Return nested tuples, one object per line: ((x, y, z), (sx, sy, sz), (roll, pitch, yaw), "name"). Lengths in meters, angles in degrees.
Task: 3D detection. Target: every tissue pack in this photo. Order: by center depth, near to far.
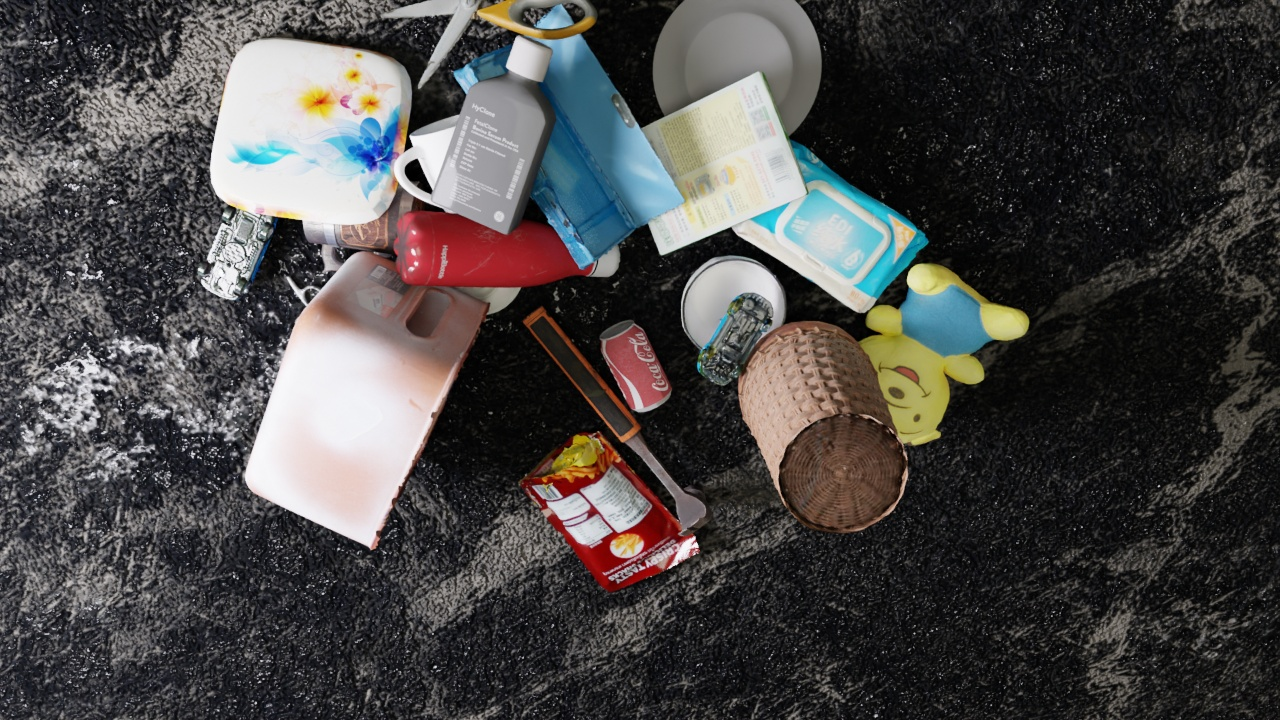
((0.204, -0.141, 0.997), (0.209, 0.066, 0.117), (30, 106, -14), "tissue pack")

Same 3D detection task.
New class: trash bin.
((0.182, 0.060, 0.915), (0.151, 0.210, 0.151), (0, 109, -1), "trash bin")
((-0.285, 0.039, 0.952), (0.157, 0.181, 0.260), (25, 122, -9), "trash bin")

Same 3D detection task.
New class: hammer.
((-0.025, 0.070, 1.038), (0.035, 0.137, 0.314), (-38, 98, 7), "hammer")

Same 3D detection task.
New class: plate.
((-0.331, -0.234, 0.918), (0.187, 0.016, 0.186), (8, 82, -3), "plate")
((0.102, -0.304, 0.962), (0.178, 0.012, 0.178), (-1, 109, -3), "plate")
((-0.182, -0.097, 1.012), (0.104, 0.026, 0.104), (-1, 108, -2), "plate")

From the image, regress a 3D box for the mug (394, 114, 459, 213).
((-0.196, -0.195, 0.939), (0.114, 0.081, 0.088), (-33, 119, -32), "mug")

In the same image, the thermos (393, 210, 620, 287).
((-0.130, -0.111, 0.951), (0.239, 0.073, 0.073), (-1, 111, -30), "thermos")

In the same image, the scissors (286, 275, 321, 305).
((-0.318, -0.047, 1.029), (0.142, 0.014, 0.147), (-20, 108, 7), "scissors")

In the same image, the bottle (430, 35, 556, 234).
((-0.129, -0.216, 0.866), (0.084, 0.046, 0.174), (24, 111, -2), "bottle")

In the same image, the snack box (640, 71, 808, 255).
((0.073, -0.201, 0.950), (0.168, 0.027, 0.132), (-20, 94, 21), "snack box")

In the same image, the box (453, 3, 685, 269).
((-0.066, -0.221, 0.911), (0.112, 0.094, 0.231), (-21, 106, 46), "box")

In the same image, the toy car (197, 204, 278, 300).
((-0.425, -0.122, 0.982), (0.056, 0.043, 0.120), (27, 104, -11), "toy car")

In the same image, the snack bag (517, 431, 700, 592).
((-0.038, 0.190, 1.100), (0.139, 0.066, 0.208), (-32, 109, 13), "snack bag")

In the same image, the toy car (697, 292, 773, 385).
((0.101, -0.024, 0.977), (0.048, 0.032, 0.105), (28, 100, -12), "toy car")

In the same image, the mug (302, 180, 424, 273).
((-0.290, -0.138, 0.970), (0.107, 0.079, 0.116), (7, 123, -4), "mug")

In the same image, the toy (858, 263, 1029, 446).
((0.312, 0.000, 1.039), (0.149, 0.083, 0.214), (34, 105, 8), "toy")

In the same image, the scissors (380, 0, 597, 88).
((-0.139, -0.350, 0.879), (0.229, 0.016, 0.225), (25, 87, 17), "scissors")

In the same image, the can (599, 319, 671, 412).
((-0.006, 0.006, 1.042), (0.054, 0.054, 0.096), (-25, 108, 5), "can")

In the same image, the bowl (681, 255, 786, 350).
((0.099, -0.064, 1.016), (0.116, 0.065, 0.116), (-1, 109, -3), "bowl")
